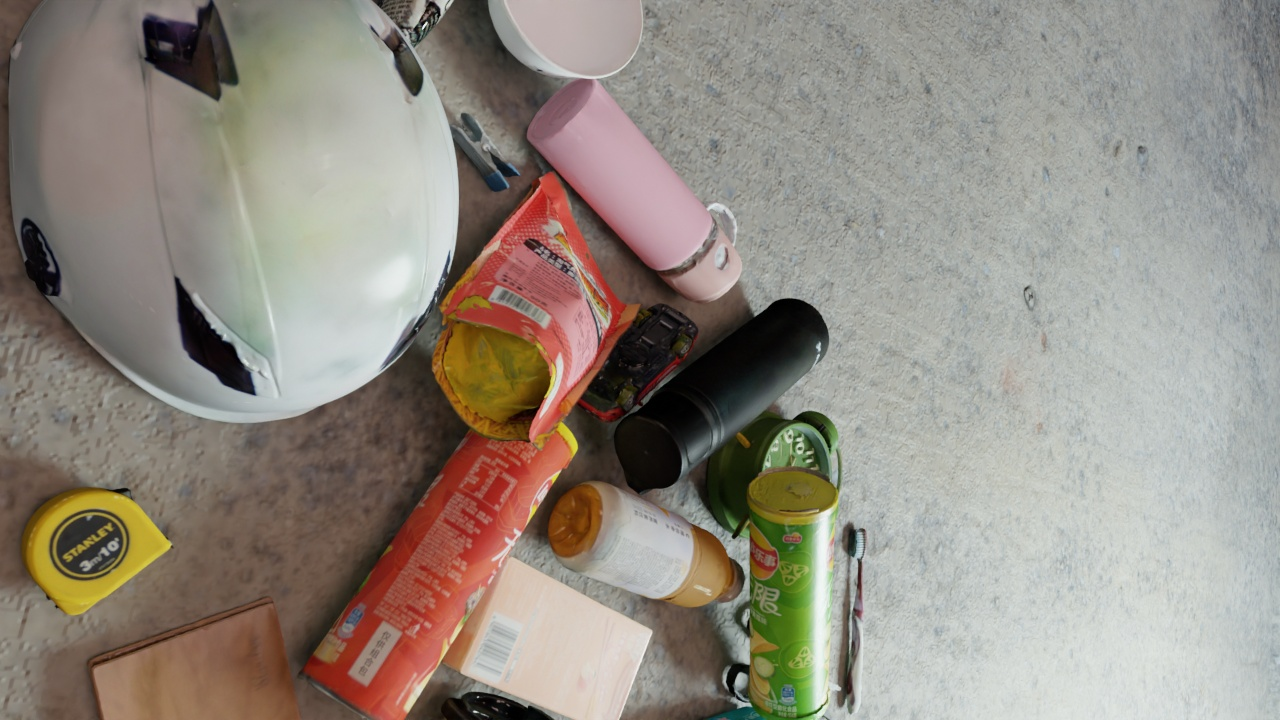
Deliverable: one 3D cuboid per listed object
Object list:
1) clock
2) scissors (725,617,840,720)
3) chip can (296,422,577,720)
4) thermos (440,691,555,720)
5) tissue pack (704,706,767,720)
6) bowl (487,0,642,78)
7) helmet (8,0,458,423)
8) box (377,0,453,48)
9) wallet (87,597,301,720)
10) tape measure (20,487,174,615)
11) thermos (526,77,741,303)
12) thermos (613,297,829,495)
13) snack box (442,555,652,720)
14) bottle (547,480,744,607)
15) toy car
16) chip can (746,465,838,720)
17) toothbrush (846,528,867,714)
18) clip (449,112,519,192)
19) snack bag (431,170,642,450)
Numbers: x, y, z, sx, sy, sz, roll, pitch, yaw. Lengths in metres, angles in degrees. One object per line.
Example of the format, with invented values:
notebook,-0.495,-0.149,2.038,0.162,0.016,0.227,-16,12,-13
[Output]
clock,0.131,0.103,0.826,0.161,0.056,0.116,-1,92,-42
scissors,0.141,0.293,0.864,0.164,0.014,0.163,-13,99,-40
chip can,-0.123,0.123,0.587,0.073,0.073,0.216,48,60,-31
thermos,-0.112,0.290,0.591,0.093,0.093,0.143,39,73,-35
tissue pack,0.068,0.352,0.774,0.133,0.050,0.093,3,89,-42
bowl,-0.064,-0.243,0.639,0.118,0.065,0.118,7,78,-37
helmet,-0.186,-0.092,0.479,0.228,0.146,0.259,-14,100,-41
box,-0.124,-0.261,0.590,0.051,0.069,0.164,29,73,-18
wallet,-0.244,0.204,0.516,0.101,0.020,0.115,-15,98,-42
tape measure,-0.284,0.094,0.471,0.059,0.029,0.057,-43,118,-33
thermos,0.007,-0.131,0.706,0.198,0.067,0.087,42,66,-33
thermos,0.067,0.028,0.744,0.068,0.090,0.241,40,41,15
snack box,-0.063,0.209,0.672,0.157,0.026,0.084,38,65,-36
bottle,0.013,0.150,0.711,0.189,0.068,0.068,31,70,-41
toy car,-0.004,0.004,0.706,0.120,0.053,0.045,-40,154,-36
chip can,0.124,0.200,0.759,0.072,0.073,0.221,-24,121,-39
toothbrush,0.218,0.265,0.933,0.017,0.016,0.187,6,86,-34
clip,-0.108,-0.144,0.632,0.038,0.026,0.058,-51,118,-21
snack bag,-0.062,-0.038,0.617,0.128,0.073,0.207,55,28,-19
